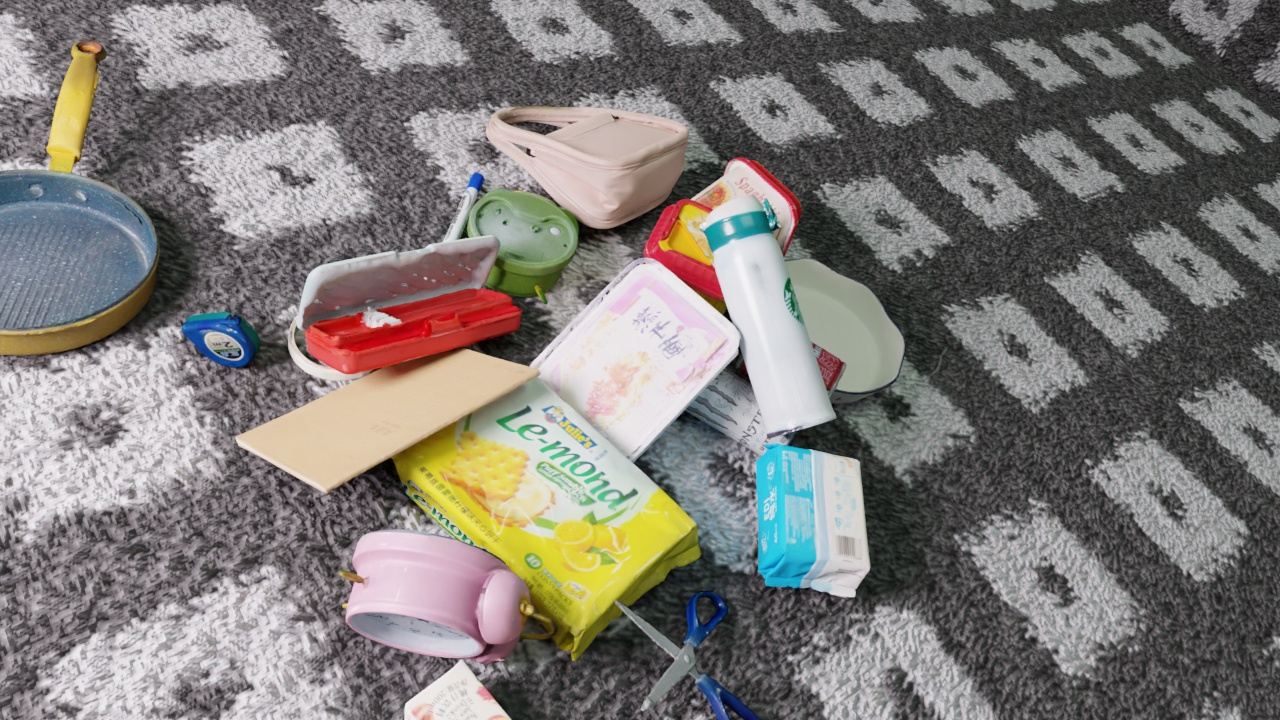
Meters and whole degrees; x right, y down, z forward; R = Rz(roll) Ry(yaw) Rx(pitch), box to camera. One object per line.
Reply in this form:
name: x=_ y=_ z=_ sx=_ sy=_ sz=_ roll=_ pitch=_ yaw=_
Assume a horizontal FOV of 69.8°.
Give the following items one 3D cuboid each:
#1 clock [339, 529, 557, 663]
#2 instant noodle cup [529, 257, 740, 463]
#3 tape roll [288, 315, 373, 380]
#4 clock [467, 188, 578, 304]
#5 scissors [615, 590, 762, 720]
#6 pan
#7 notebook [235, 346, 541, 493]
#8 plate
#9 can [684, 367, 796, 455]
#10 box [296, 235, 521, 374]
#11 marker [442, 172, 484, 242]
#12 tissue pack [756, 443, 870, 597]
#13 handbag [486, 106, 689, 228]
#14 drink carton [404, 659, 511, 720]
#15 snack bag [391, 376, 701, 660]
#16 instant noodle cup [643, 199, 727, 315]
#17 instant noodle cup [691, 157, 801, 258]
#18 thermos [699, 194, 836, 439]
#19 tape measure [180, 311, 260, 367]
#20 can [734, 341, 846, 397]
clock: x=-0.137 y=0.177 z=0.668 sx=0.158 sy=0.117 sz=0.059 roll=14 pitch=57 yaw=-8
instant noodle cup: x=-0.005 y=0.005 z=0.870 sx=0.138 sy=0.060 sz=0.173 roll=42 pitch=82 yaw=16
tape roll: x=-0.281 y=-0.018 z=0.851 sx=0.085 sy=0.014 sz=0.085 roll=11 pitch=47 yaw=-13
clock: x=-0.127 y=-0.134 z=0.989 sx=0.116 sy=0.056 sz=0.160 roll=18 pitch=46 yaw=-8
scissors: x=0.044 y=0.239 z=0.720 sx=0.162 sy=0.012 sz=0.173 roll=54 pitch=26 yaw=5
pan: x=-0.531 y=-0.160 z=0.829 sx=0.197 sy=0.078 sz=0.356 roll=5 pitch=49 yaw=-19
notebook: x=-0.209 y=0.039 z=0.774 sx=0.150 sy=0.012 sz=0.210 roll=14 pitch=33 yaw=42
plate: x=0.199 y=-0.032 z=1.042 sx=0.204 sy=0.046 sz=0.204 roll=12 pitch=47 yaw=-14
can: x=0.087 y=0.042 z=0.919 sx=0.147 sy=0.058 sz=0.058 roll=31 pitch=46 yaw=5
box: x=-0.208 y=-0.063 z=0.841 sx=0.095 sy=0.098 sz=0.200 roll=23 pitch=29 yaw=38
marker: x=-0.197 y=-0.159 z=1.011 sx=0.017 sy=0.017 sz=0.145 roll=17 pitch=46 yaw=-8
tissue pack: x=0.154 y=0.145 z=0.847 sx=0.090 sy=0.063 sz=0.139 roll=12 pitch=56 yaw=-15
handbag: x=-0.078 y=-0.258 z=1.106 sx=0.234 sy=0.094 sz=0.192 roll=28 pitch=36 yaw=18
drink carton: x=-0.107 y=0.276 z=0.637 sx=0.122 sy=0.046 sz=0.053 roll=43 pitch=54 yaw=18
snack bag: x=-0.084 y=0.121 z=0.771 sx=0.246 sy=0.068 sz=0.157 roll=41 pitch=48 yaw=16
instant noodle cup: x=0.054 y=-0.085 z=0.973 sx=0.116 sy=0.124 sz=0.115 roll=24 pitch=46 yaw=0
instant noodle cup: x=0.105 y=-0.155 z=1.075 sx=0.124 sy=0.117 sz=0.116 roll=-31 pitch=66 yaw=-26
thermos: x=0.120 y=-0.044 z=0.861 sx=0.073 sy=0.073 sz=0.224 roll=-13 pitch=83 yaw=-31
tape measure: x=-0.358 y=-0.020 z=0.792 sx=0.058 sy=0.054 sz=0.025 roll=-3 pitch=46 yaw=18
can: x=0.150 y=0.006 z=0.925 sx=0.094 sy=0.067 sz=0.066 roll=32 pitch=46 yaw=3
